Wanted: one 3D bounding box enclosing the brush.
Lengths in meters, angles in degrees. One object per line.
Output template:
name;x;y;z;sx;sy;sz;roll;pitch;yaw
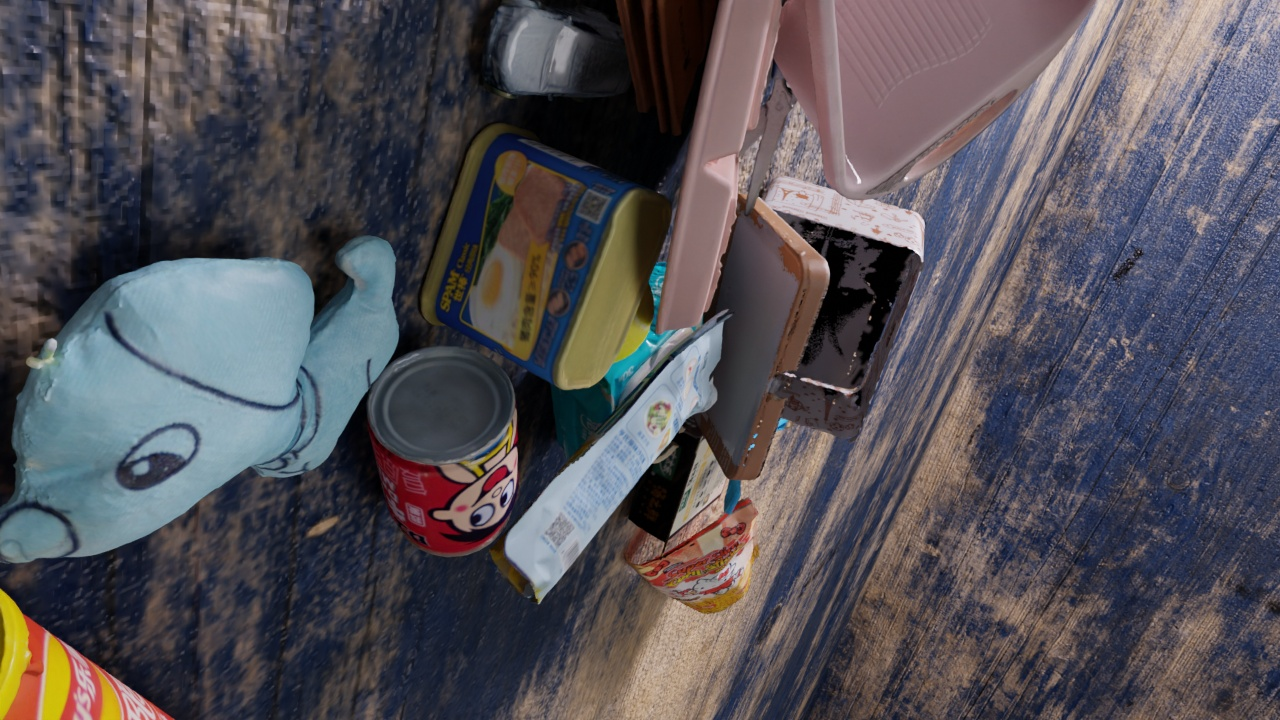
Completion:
brush;0.117;0.063;0.862;0.253;0.046;0.083;-49;166;-56

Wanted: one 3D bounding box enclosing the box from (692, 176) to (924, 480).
box;0.112;-0.021;0.678;0.186;0.155;0.183;-65;168;-57

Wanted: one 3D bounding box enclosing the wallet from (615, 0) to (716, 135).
wallet;0.018;-0.186;0.420;0.108;0.031;0.131;77;26;-57

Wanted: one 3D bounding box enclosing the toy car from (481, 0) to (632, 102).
toy car;-0.035;-0.137;0.412;0.090;0.034;0.043;-19;135;-56

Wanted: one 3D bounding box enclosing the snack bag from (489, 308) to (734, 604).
snack bag;-0.010;0.055;0.539;0.190;0.039;0.110;-48;154;-20

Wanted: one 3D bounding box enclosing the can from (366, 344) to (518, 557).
can;-0.092;0.047;0.442;0.066;0.066;0.094;-45;158;-33

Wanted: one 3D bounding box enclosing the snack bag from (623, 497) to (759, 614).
snack bag;0.063;0.196;0.908;0.128;0.073;0.208;-24;154;0

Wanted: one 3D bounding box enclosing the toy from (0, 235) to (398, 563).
toy;-0.146;0.008;0.323;0.161;0.050;0.156;-56;160;-17

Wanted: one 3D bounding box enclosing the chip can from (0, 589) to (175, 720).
chip can;-0.203;0.155;0.334;0.073;0.073;0.217;-48;152;-29

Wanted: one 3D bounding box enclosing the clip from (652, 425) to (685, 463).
clip;-0.008;0.059;0.678;0.099;0.035;0.071;-10;125;-55

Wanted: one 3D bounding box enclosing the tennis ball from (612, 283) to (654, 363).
tennis ball;-0.025;-0.029;0.504;0.065;0.065;0.066;-45;151;-34

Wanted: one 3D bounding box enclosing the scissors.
scissors;0.103;-0.178;0.601;0.012;0.156;0.166;-108;-171;-63

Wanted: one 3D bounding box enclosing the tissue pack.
tissue pack;-0.004;0.004;0.603;0.133;0.050;0.093;-45;151;-34

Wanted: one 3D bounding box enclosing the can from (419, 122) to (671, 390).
can;-0.044;-0.047;0.426;0.057;0.083;0.102;-5;120;-62

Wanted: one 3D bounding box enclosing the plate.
plate;0.042;-0.123;0.467;0.229;0.028;0.229;19;82;-89

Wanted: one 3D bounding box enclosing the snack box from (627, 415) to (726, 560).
snack box;0.042;0.089;0.784;0.125;0.053;0.113;-27;139;-53

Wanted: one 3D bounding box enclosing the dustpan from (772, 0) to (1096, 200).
dustpan;0.183;-0.182;0.473;0.222;0.139;0.273;-37;-173;2
